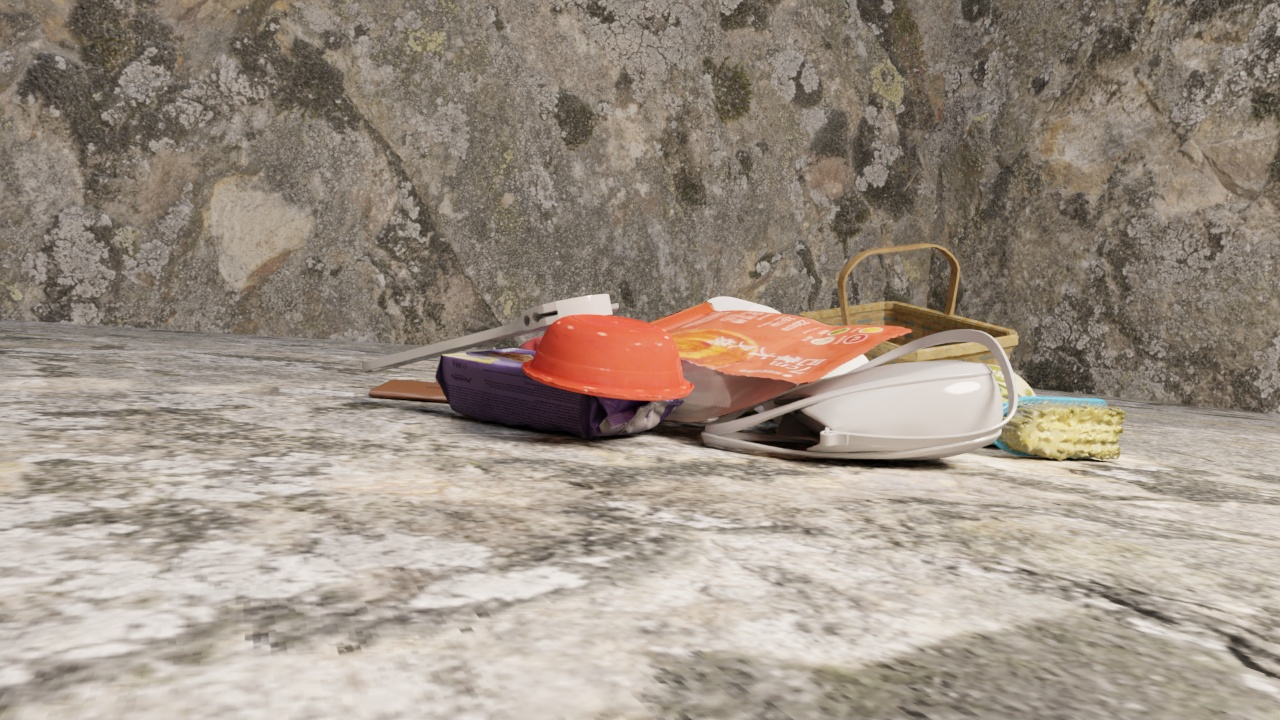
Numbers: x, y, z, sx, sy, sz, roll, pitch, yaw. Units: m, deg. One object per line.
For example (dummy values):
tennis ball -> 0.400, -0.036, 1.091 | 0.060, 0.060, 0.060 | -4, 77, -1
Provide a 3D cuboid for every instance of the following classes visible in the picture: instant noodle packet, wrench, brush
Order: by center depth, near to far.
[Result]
instant noodle packet -> 0.100, -0.006, 0.795 | 0.221, 0.084, 0.164 | -4, 12, 46
wrench -> -0.144, -0.019, 0.806 | 0.274, 0.018, 0.086 | -12, -3, 24
brush -> 0.366, 0.059, 0.837 | 0.135, 0.055, 0.075 | 3, 7, -23

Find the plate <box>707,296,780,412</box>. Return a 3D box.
plate -> 0.145, -0.015, 1.041 | 0.173, 0.173, 0.036 | 3, -36, -40

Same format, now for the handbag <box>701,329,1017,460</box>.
handbag -> 0.159, 0.038, 0.726 | 0.222, 0.095, 0.216 | -8, 1, -2

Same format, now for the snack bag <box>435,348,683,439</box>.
snack bag -> -0.074, 0.029, 0.776 | 0.206, 0.058, 0.096 | 10, 9, 37

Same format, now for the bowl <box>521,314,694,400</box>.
bowl -> -0.022, -0.007, 0.691 | 0.130, 0.045, 0.130 | 7, 10, -1

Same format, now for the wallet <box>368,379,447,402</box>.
wallet -> -0.215, 0.034, 0.968 | 0.121, 0.013, 0.087 | 4, 6, 1

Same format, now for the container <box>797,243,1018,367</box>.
container -> 0.303, -0.040, 1.072 | 0.157, 0.186, 0.250 | -8, 15, -18

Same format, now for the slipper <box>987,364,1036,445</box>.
slipper -> 0.365, 0.046, 0.938 | 0.190, 0.081, 0.092 | 6, 3, -29

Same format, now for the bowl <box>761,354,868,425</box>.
bowl -> 0.175, 0.016, 0.894 | 0.113, 0.063, 0.113 | -3, 34, 2

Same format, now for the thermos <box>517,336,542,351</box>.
thermos -> -0.081, 0.002, 1.108 | 0.073, 0.073, 0.239 | 5, 6, 15

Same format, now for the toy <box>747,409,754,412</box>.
toy -> 0.127, 0.018, 1.099 | 0.207, 0.092, 0.134 | 12, 13, -26
